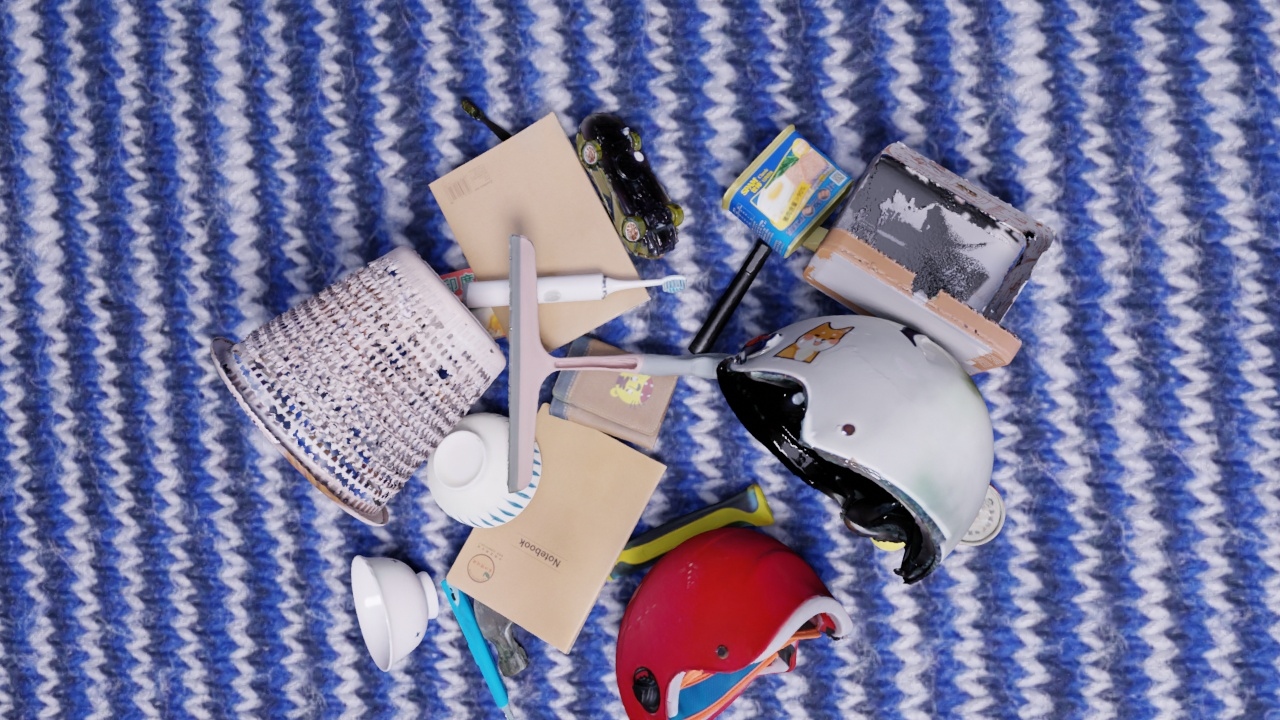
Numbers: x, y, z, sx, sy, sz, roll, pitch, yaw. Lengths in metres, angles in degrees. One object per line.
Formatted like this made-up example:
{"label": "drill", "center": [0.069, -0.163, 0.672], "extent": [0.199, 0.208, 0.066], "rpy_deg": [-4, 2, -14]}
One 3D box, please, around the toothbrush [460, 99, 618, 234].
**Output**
{"label": "toothbrush", "center": [-0.103, -0.200, 0.941], "extent": [0.212, 0.027, 0.026], "rpy_deg": [40, 99, 5]}

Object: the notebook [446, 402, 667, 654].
{"label": "notebook", "center": [-0.085, 0.165, 0.925], "extent": [0.148, 0.008, 0.207], "rpy_deg": [27, 83, 14]}

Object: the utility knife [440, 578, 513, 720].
{"label": "utility knife", "center": [-0.159, 0.318, 0.953], "extent": [0.018, 0.034, 0.204], "rpy_deg": [-24, 89, -6]}

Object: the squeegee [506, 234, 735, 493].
{"label": "squeegee", "center": [-0.005, 0.005, 0.898], "extent": [0.249, 0.040, 0.248], "rpy_deg": [1, 99, -9]}

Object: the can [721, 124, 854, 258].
{"label": "can", "center": [0.143, -0.162, 0.888], "extent": [0.083, 0.057, 0.102], "rpy_deg": [43, 84, 8]}

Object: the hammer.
{"label": "hammer", "center": [-0.022, 0.203, 0.934], "extent": [0.323, 0.032, 0.126], "rpy_deg": [-25, 89, 7]}

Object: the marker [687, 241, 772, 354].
{"label": "marker", "center": [0.091, -0.060, 0.922], "extent": [0.020, 0.022, 0.132], "rpy_deg": [33, 94, -1]}

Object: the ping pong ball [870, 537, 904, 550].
{"label": "ping pong ball", "center": [0.243, 0.166, 0.897], "extent": [0.040, 0.040, 0.040], "rpy_deg": [0, 91, 7]}

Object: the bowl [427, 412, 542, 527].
{"label": "bowl", "center": [-0.164, 0.105, 0.915], "extent": [0.117, 0.066, 0.116], "rpy_deg": [-6, 71, 18]}

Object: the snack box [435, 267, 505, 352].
{"label": "snack box", "center": [-0.146, -0.063, 0.948], "extent": [0.156, 0.027, 0.077], "rpy_deg": [-14, 89, 7]}

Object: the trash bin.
{"label": "trash bin", "center": [-0.243, 0.007, 0.853], "extent": [0.192, 0.227, 0.227], "rpy_deg": [-41, 86, -7]}

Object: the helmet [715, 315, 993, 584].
{"label": "helmet", "center": [0.199, 0.048, 0.799], "extent": [0.157, 0.274, 0.230], "rpy_deg": [-40, 113, -4]}

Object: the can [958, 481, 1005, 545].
{"label": "can", "center": [0.299, 0.135, 0.862], "extent": [0.066, 0.093, 0.066], "rpy_deg": [0, 91, 7]}

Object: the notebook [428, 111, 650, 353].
{"label": "notebook", "center": [-0.103, -0.121, 0.922], "extent": [0.149, 0.012, 0.211], "rpy_deg": [-28, 88, 7]}

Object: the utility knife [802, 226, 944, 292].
{"label": "utility knife", "center": [0.205, -0.111, 0.909], "extent": [0.206, 0.021, 0.031], "rpy_deg": [23, 88, 0]}

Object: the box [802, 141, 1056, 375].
{"label": "box", "center": [0.253, -0.093, 0.802], "extent": [0.183, 0.193, 0.157], "rpy_deg": [31, 95, 3]}

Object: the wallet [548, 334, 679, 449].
{"label": "wallet", "center": [-0.027, 0.031, 0.930], "extent": [0.115, 0.033, 0.090], "rpy_deg": [20, 84, 3]}

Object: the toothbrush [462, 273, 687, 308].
{"label": "toothbrush", "center": [-0.065, -0.071, 0.900], "extent": [0.221, 0.027, 0.026], "rpy_deg": [-3, 55, 7]}

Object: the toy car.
{"label": "toy car", "center": [-0.013, -0.175, 0.914], "extent": [0.042, 0.070, 0.158], "rpy_deg": [-30, 85, 48]}

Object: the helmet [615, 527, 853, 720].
{"label": "helmet", "center": [0.062, 0.248, 0.853], "extent": [0.241, 0.206, 0.144], "rpy_deg": [-50, 58, 30]}

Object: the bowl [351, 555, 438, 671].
{"label": "bowl", "center": [-0.246, 0.249, 0.939], "extent": [0.064, 0.118, 0.118], "rpy_deg": [-11, 89, -32]}
